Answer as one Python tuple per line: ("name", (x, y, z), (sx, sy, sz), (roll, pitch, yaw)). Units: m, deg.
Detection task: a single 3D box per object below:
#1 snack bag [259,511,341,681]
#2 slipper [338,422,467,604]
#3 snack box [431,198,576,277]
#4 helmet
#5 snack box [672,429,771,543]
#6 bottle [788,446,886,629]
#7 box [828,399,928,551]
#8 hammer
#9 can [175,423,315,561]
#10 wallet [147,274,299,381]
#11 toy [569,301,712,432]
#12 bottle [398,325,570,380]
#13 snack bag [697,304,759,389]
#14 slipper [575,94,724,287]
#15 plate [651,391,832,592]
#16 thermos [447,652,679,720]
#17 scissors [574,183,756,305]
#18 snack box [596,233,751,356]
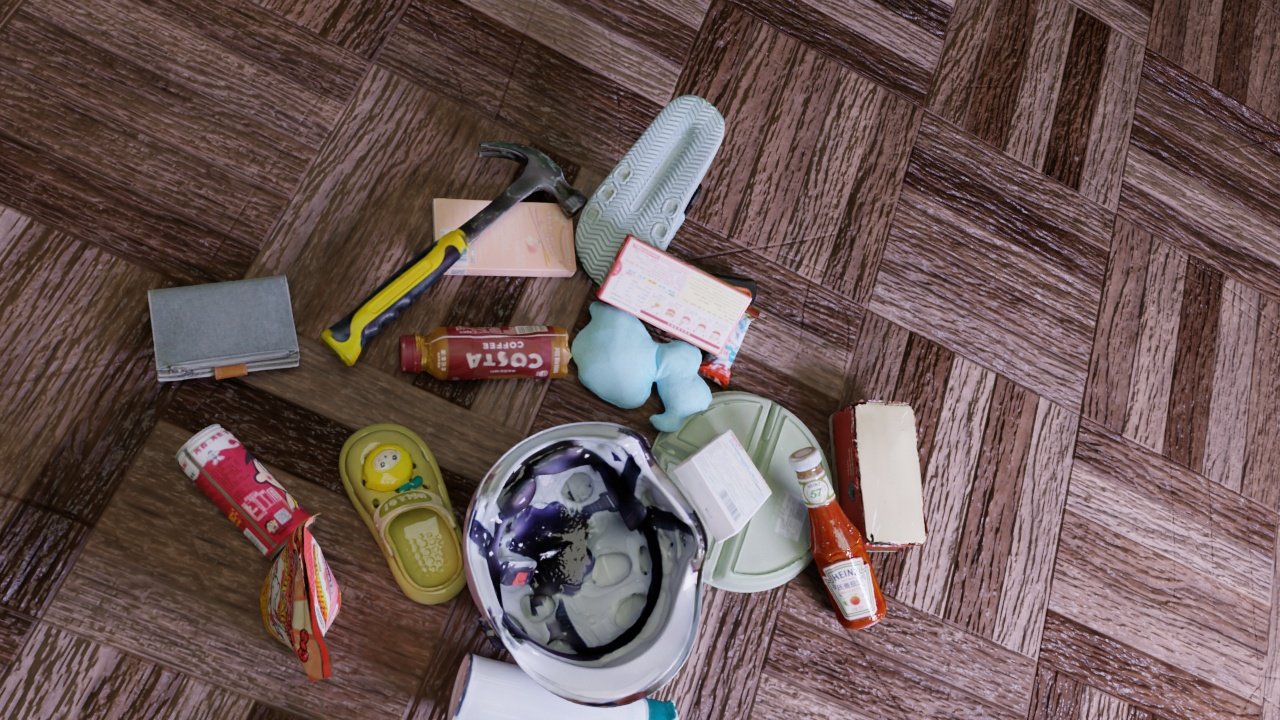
("snack bag", (-0.286, 0.204, 0.787), (0.073, 0.208, 0.128), (-1, 75, -23))
("slipper", (-0.223, 0.145, 0.896), (0.091, 0.082, 0.190), (-24, 85, -25))
("snack box", (-0.153, -0.137, 1.033), (0.157, 0.026, 0.084), (0, 74, -17))
("helmet", (-0.065, 0.195, 0.894), (0.228, 0.146, 0.258), (-27, 91, -24))
("snack box", (0.087, 0.125, 0.943), (0.027, 0.156, 0.084), (-34, 84, 20))
("bottle", (0.211, 0.192, 1.000), (0.059, 0.060, 0.206), (-26, 101, -23))
("box", (0.279, 0.133, 1.060), (0.091, 0.078, 0.168), (3, 73, -16))
("hammer", (-0.207, -0.119, 0.979), (0.126, 0.032, 0.322), (45, 68, -1))
("can", (-0.373, 0.124, 0.867), (0.133, 0.053, 0.053), (46, 66, 0))
("wallet", (-0.413, -0.030, 0.913), (0.129, 0.037, 0.106), (-9, 66, -21))
("toy", (-0.006, 0.006, 1.022), (0.156, 0.050, 0.161), (-10, 78, -12))
("bottle", (-0.165, -0.008, 0.972), (0.174, 0.058, 0.057), (-1, 74, -18))
("snack bag", (0.102, -0.022, 1.070), (0.048, 0.026, 0.104), (29, 85, -19))
("slipper", (0.011, -0.191, 1.055), (0.104, 0.074, 0.245), (32, 88, 2))
("plate", (0.117, 0.143, 1.033), (0.230, 0.028, 0.230), (5, 73, -16))
("thermos", (-0.070, 0.345, 0.891), (0.224, 0.073, 0.073), (18, 69, -12))
("scissors", (0.036, -0.115, 1.092), (0.221, 0.022, 0.230), (27, 70, -4))
("snack box", (0.037, -0.072, 1.016), (0.155, 0.027, 0.077), (25, 103, -14))
